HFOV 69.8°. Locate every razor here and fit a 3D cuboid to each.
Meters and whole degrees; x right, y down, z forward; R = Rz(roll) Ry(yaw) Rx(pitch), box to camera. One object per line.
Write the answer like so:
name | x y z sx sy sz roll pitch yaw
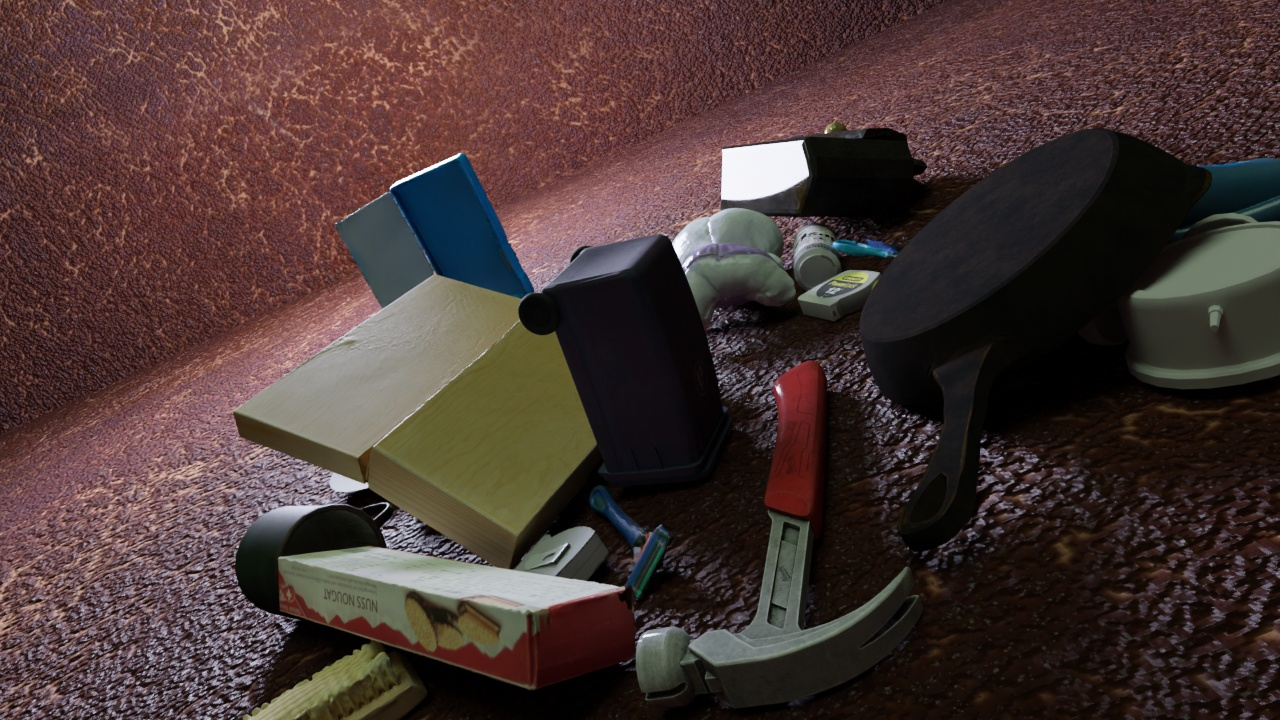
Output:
razor | -0.008 0.108 0.592 0.044 0.018 0.141 -63 20 2

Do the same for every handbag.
handbag | 0.220 -0.211 1.015 0.199 0.102 0.197 -3 10 -23

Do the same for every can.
can | 0.172 -0.102 0.897 0.044 0.044 0.106 -19 19 17

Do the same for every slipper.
slipper | 0.358 -0.102 0.623 0.214 0.059 0.103 -18 6 21

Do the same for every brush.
brush | -0.183 0.204 0.521 0.117 0.039 0.049 -30 20 -20

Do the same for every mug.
mug | -0.237 0.142 0.687 0.081 0.085 0.110 -8 25 44

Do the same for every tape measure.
tape measure | 0.179 -0.058 0.810 0.065 0.017 0.064 -30 19 -14
tape measure | -0.055 0.129 0.577 0.062 0.020 0.060 -22 16 39

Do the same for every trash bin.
trash bin | -0.004 0.004 0.642 0.092 0.161 0.093 -8 24 25

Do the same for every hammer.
hammer | 0.093 0.075 0.538 0.126 0.036 0.314 -15 20 20

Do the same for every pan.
pan | 0.204 -0.029 0.555 0.250 0.043 0.354 -34 15 46

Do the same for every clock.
clock | 0.316 -0.035 0.519 0.120 0.061 0.159 -24 14 4

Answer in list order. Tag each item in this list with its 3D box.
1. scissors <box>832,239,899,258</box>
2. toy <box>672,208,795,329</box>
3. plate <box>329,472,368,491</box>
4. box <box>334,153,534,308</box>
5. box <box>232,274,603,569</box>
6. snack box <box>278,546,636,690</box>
scissors | 0.235 -0.094 0.823 0.073 0.016 0.134 -3 17 -29
toy | 0.080 -0.095 0.923 0.138 0.085 0.209 -20 18 11
plate | -0.228 0.088 0.923 0.173 0.019 0.172 -22 19 8
box | -0.210 -0.083 1.014 0.166 0.244 0.075 -32 22 -16
box | -0.137 0.025 0.734 0.257 0.076 0.246 17 36 20
snack box | -0.122 0.146 0.547 0.274 0.044 0.076 -5 -5 44
